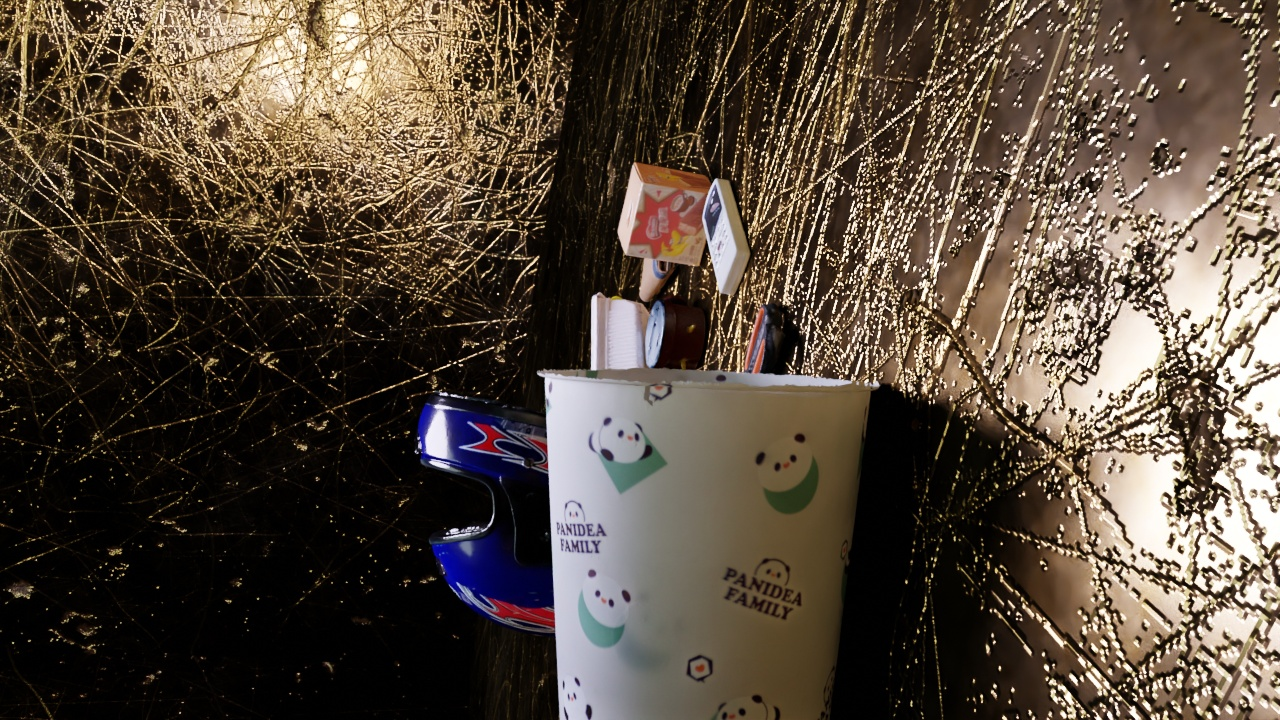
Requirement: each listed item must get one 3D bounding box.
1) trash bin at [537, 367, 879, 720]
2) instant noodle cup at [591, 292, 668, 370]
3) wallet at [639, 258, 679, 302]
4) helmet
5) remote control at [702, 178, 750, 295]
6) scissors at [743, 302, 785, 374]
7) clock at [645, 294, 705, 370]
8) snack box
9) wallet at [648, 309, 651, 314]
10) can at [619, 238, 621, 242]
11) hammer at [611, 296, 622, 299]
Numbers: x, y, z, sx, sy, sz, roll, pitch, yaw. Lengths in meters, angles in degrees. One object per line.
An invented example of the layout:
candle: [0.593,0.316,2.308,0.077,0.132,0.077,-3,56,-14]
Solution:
trash bin: [0.040,0.134,0.630,0.230,0.229,0.252,-174,86,-77]
instant noodle cup: [-0.007,0.007,1.147,0.138,0.060,0.173,53,-152,-47]
wallet: [0.025,-0.139,1.258,0.115,0.033,0.090,129,149,-68]
helmet: [-0.120,0.184,1.045,0.247,0.315,0.240,114,170,-78]
remote control: [0.090,-0.137,0.992,0.149,0.021,0.058,-98,20,-48]
scissors: [0.100,0.045,0.870,0.235,0.021,0.142,104,176,-56]
clock: [0.038,-0.032,1.083,0.122,0.055,0.082,-116,34,-70]
snack box: [0.031,-0.176,1.106,0.077,0.094,0.093,-105,26,-59]
wallet: [0.001,-0.022,1.326,0.122,0.020,0.096,162,115,-74]
can: [0.011,-0.200,1.304,0.133,0.053,0.053,132,144,-68]
hammer: [-0.052,0.048,1.417,0.126,0.032,0.324,-102,16,-51]
